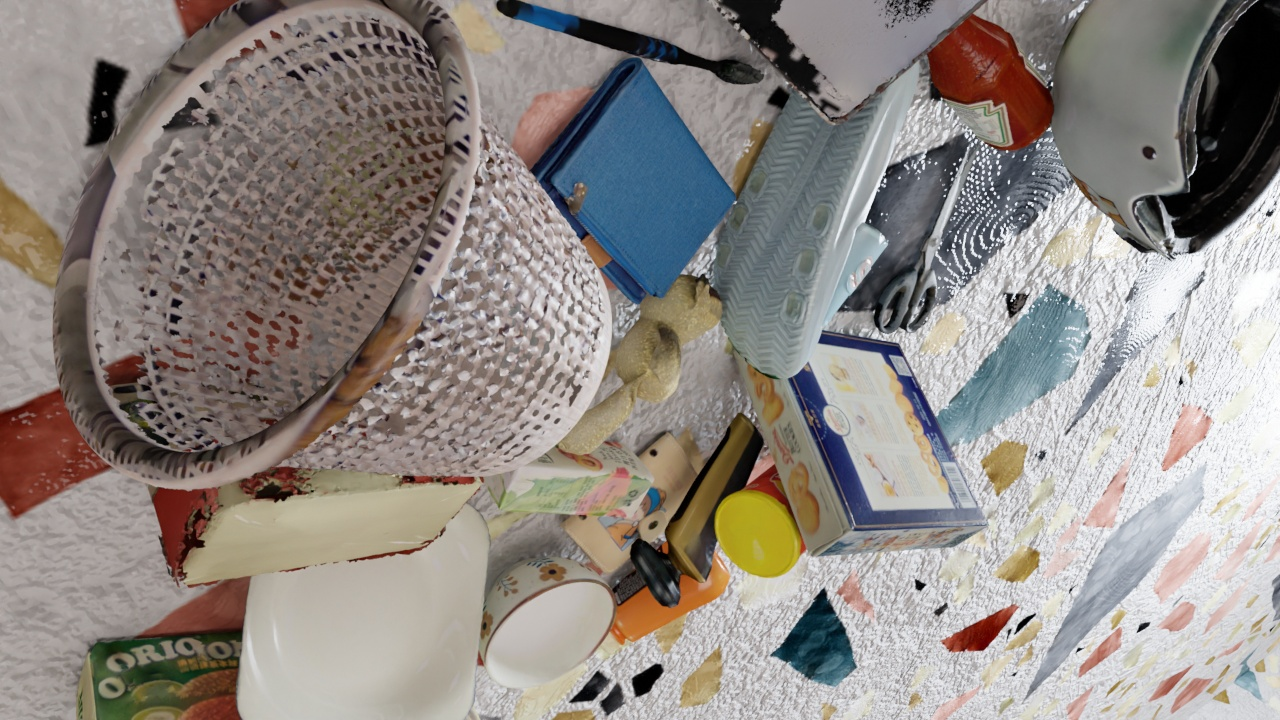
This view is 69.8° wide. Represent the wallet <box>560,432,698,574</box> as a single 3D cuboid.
[{"bbox_3d":[-0.003,0.121,0.759,0.115,0.024,0.087,-41,132,-10],"label":"wallet"}]

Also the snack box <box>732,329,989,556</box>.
[{"bbox_3d":[0.176,0.061,0.735,0.182,0.177,0.046,6,144,-38],"label":"snack box"}]

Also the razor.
[{"bbox_3d":[0.049,0.120,0.751,0.067,0.062,0.167,30,87,-3],"label":"razor"}]

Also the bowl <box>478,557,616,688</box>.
[{"bbox_3d":[-0.082,0.199,0.731,0.113,0.062,0.114,-18,129,-23],"label":"bowl"}]

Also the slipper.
[{"bbox_3d":[0.125,-0.106,0.633,0.074,0.104,0.246,7,110,-41],"label":"slipper"}]

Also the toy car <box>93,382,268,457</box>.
[{"bbox_3d":[-0.248,0.030,0.502,0.090,0.035,0.042,-4,143,-40],"label":"toy car"}]

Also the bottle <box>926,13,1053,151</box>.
[{"bbox_3d":[0.232,-0.219,0.655,0.206,0.060,0.060,25,105,-43],"label":"bottle"}]

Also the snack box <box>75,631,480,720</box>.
[{"bbox_3d":[-0.235,0.241,0.613,0.239,0.114,0.063,7,119,-39],"label":"snack box"}]

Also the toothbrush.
[{"bbox_3d":[0.001,-0.186,0.542,0.189,0.016,0.014,3,111,-36],"label":"toothbrush"}]

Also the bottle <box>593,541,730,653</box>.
[{"bbox_3d":[0.005,0.211,0.808,0.149,0.066,0.067,-35,136,1],"label":"bottle"}]

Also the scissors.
[{"bbox_3d":[0.244,-0.099,0.782,0.135,0.014,0.175,-31,134,-15],"label":"scissors"}]

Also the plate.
[{"bbox_3d":[-0.182,0.166,0.610,0.163,0.034,0.164,16,70,-36],"label":"plate"}]

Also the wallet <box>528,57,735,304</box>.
[{"bbox_3d":[-0.003,-0.107,0.581,0.106,0.040,0.133,-52,136,-5],"label":"wallet"}]

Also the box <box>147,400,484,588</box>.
[{"bbox_3d":[-0.178,0.078,0.529,0.168,0.079,0.092,2,138,-48],"label":"box"}]

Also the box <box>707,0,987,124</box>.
[{"bbox_3d":[0.132,-0.285,0.501,0.178,0.126,0.274,26,99,-44],"label":"box"}]

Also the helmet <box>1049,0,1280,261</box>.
[{"bbox_3d":[0.418,-0.212,0.725,0.273,0.157,0.230,15,110,-53],"label":"helmet"}]

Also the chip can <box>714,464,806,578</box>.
[{"bbox_3d":[0.149,0.102,0.770,0.216,0.073,0.073,-25,136,-48],"label":"chip can"}]

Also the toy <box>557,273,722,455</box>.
[{"bbox_3d":[-0.004,0.004,0.642,0.157,0.066,0.105,-50,177,-2],"label":"toy"}]

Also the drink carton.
[{"bbox_3d":[-0.056,0.084,0.672,0.122,0.053,0.046,10,115,-39],"label":"drink carton"}]

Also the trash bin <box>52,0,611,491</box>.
[{"bbox_3d":[-0.120,-0.034,0.444,0.227,0.227,0.192,-49,148,4],"label":"trash bin"}]
